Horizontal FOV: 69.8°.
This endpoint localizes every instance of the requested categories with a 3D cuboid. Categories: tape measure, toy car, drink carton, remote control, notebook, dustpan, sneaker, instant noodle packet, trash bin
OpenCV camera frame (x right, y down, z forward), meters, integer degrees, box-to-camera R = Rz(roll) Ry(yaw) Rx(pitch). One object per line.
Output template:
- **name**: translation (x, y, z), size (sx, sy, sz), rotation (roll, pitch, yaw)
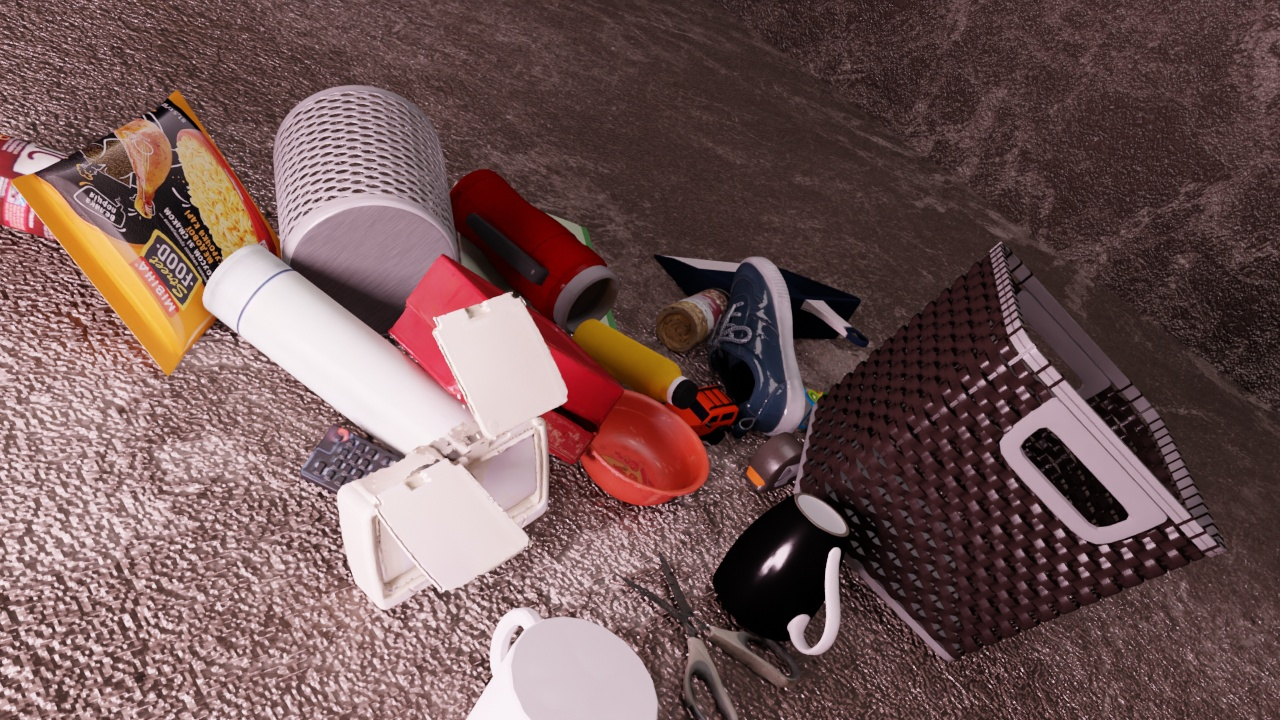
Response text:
- **tape measure**: translation (0.138, 0.103, 0.904), size (0.058, 0.059, 0.038), rotation (-8, 47, -44)
- **toy car**: translation (0.053, 0.055, 0.908), size (0.100, 0.049, 0.051), rotation (-7, 46, -47)
- **drink carton**: translation (0.230, 0.063, 1.066), size (0.128, 0.039, 0.044), rotation (11, 35, -32)
- **remote control**: translation (-0.167, 0.100, 0.662), size (0.150, 0.022, 0.047), rotation (28, 53, -3)
- **notebook**: translation (-0.122, -0.114, 1.050), size (0.181, 0.010, 0.252), rotation (15, 33, -25)
- **dustpan**: translation (0.188, -0.082, 1.208), size (0.235, 0.080, 0.273), rotation (0, 41, -42)
- **sneaker**: translation (0.117, -0.018, 1.015), size (0.087, 0.089, 0.235), rotation (10, 53, -22)
- **instant noodle packet**: translation (-0.368, -0.108, 0.723), size (0.220, 0.032, 0.160), rotation (-83, 150, -59)
- **trash bin**: translation (-0.245, -0.131, 0.822), size (0.156, 0.157, 0.183), rotation (11, 37, -30)

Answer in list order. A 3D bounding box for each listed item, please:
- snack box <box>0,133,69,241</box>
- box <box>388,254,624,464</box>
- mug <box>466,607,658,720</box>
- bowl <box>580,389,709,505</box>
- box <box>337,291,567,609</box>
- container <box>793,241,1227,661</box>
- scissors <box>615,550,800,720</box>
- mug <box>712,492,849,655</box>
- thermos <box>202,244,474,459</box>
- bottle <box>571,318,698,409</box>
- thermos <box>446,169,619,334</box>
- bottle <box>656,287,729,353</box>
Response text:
- **snack box**: translation (-0.469, -0.133, 0.702), size (0.121, 0.072, 0.072), rotation (18, 32, -20)
- **box**: translation (-0.105, 0.001, 0.734), size (0.129, 0.087, 0.157), rotation (42, 2, 42)
- **mug**: translation (-0.057, 0.203, 0.539), size (0.091, 0.090, 0.121), rotation (2, 40, -40)
- **bowl**: translation (-0.006, 0.084, 0.813), size (0.130, 0.045, 0.130), rotation (22, 30, -14)
- **box**: translation (-0.097, 0.074, 0.558), size (0.143, 0.188, 0.105), rotation (-30, 47, -35)
- **container**: translation (0.315, 0.088, 0.843), size (0.247, 0.244, 0.244), rotation (45, 29, -7)
- **scissors**: translation (0.051, 0.216, 0.698), size (0.171, 0.013, 0.157), rotation (23, 28, -11)
- **mug**: translation (0.125, 0.170, 0.727), size (0.084, 0.100, 0.118), rotation (17, 25, -34)
- **thermos**: translation (-0.226, 0.002, 0.706), size (0.230, 0.068, 0.067), rotation (37, 30, 4)
- **bottle**: translation (-0.005, 0.005, 0.896), size (0.144, 0.043, 0.043), rotation (30, 24, 36)
- **thermos**: translation (-0.121, -0.117, 0.951), size (0.198, 0.084, 0.108), rotation (42, 15, 24)
- **bottle**: translation (0.066, -0.048, 1.071), size (0.056, 0.056, 0.105), rotation (39, 30, 15)
